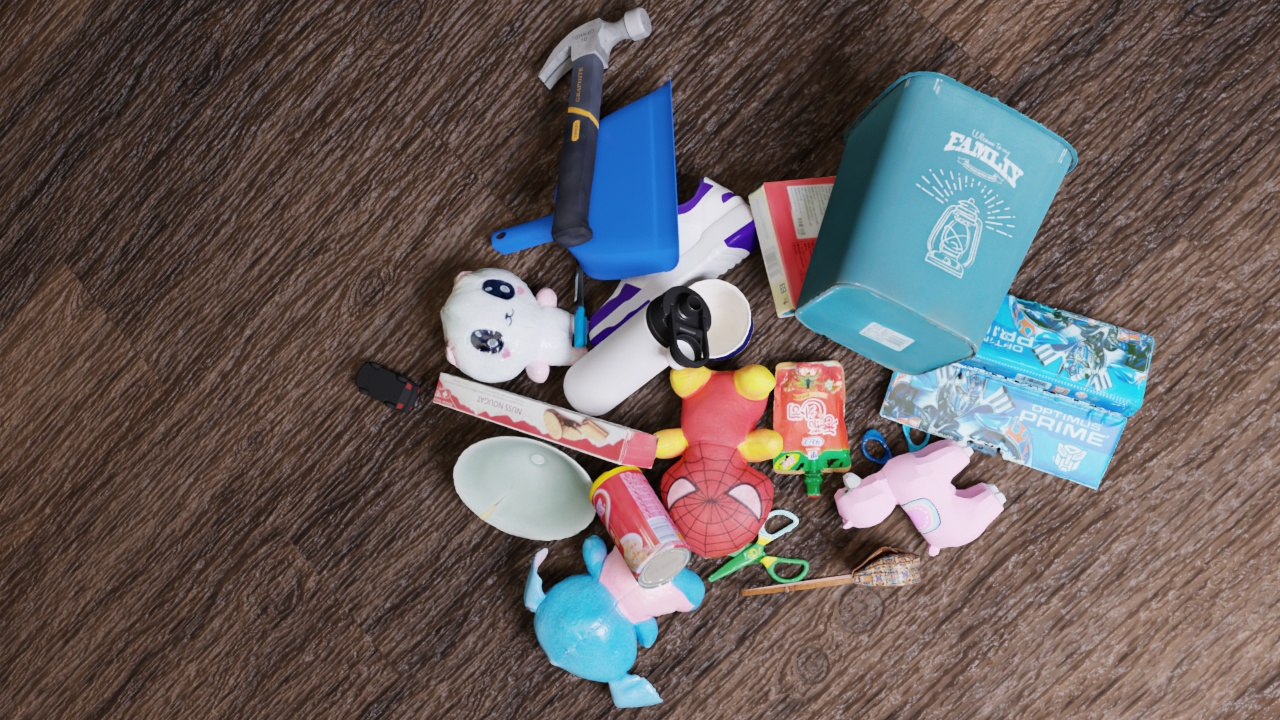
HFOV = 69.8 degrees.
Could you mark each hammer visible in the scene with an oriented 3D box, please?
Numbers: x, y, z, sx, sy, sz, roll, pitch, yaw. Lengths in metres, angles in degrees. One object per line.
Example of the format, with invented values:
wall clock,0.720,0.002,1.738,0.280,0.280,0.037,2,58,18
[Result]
hammer,-0.061,-0.267,1.053,0.140,0.035,0.311,-11,60,25

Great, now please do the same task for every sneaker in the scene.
sneaker,0.020,-0.118,1.061,0.244,0.091,0.111,-38,72,9

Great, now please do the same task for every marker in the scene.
marker,-0.071,-0.070,1.091,0.015,0.018,0.122,7,61,-16

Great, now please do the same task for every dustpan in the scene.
dustpan,-0.069,-0.182,1.067,0.258,0.059,0.245,-13,60,20

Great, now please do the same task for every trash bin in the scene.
trash bin,0.275,-0.121,0.910,0.196,0.199,0.218,26,76,-5

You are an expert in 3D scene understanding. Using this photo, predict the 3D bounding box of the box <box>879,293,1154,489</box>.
box,0.397,0.016,0.976,0.244,0.060,0.175,19,86,13

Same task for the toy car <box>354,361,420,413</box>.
toy car,-0.315,0.033,1.147,0.092,0.036,0.042,24,89,23

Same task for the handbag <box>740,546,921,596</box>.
handbag,0.203,0.232,0.996,0.196,0.093,0.043,-12,77,16

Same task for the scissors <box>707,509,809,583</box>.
scissors,0.128,0.210,1.049,0.132,0.012,0.108,7,86,11

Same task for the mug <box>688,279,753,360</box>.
mug,0.075,-0.034,1.039,0.112,0.089,0.085,-37,79,7

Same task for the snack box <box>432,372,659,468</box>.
snack box,-0.112,0.068,1.040,0.273,0.076,0.044,14,87,30

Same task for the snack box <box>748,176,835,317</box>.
snack box,0.203,-0.128,1.008,0.144,0.040,0.142,-10,82,-23

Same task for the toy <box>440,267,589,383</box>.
toy,-0.148,-0.035,1.091,0.179,0.102,0.138,10,74,-6

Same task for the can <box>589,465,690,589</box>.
can,-0.001,0.179,0.998,0.067,0.066,0.124,-40,52,6

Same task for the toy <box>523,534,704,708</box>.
toy,-0.021,0.284,1.041,0.191,0.099,0.224,-39,86,-4

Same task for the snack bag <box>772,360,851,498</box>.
snack bag,0.192,0.078,1.037,0.087,0.044,0.155,-2,91,4

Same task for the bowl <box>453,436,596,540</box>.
bowl,-0.129,0.131,1.078,0.174,0.067,0.174,8,131,9

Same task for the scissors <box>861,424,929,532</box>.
scissors,0.290,0.133,1.022,0.083,0.016,0.135,-11,88,7

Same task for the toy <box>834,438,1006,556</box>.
toy,0.295,0.150,0.982,0.158,0.067,0.123,-33,88,12

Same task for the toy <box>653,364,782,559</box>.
toy,0.087,0.111,1.022,0.148,0.098,0.216,3,85,24

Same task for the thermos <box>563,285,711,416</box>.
thermos,-0.006,0.006,0.992,0.068,0.231,0.101,18,57,-26
